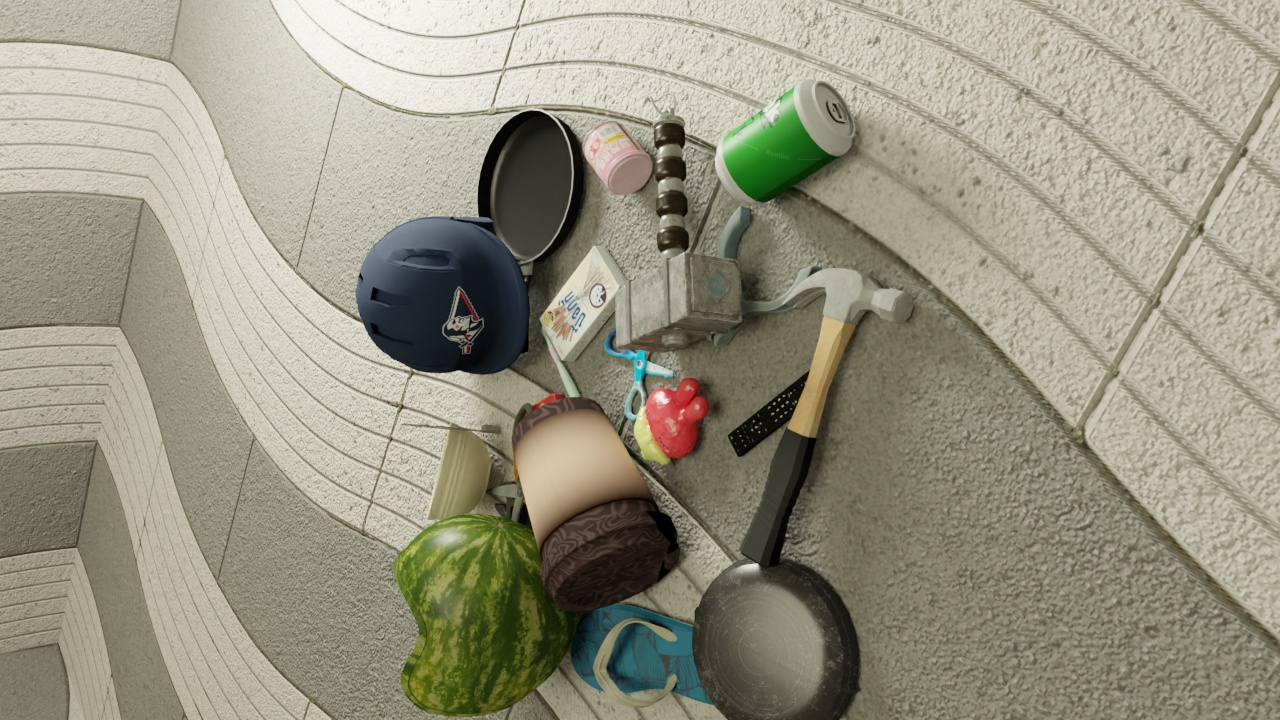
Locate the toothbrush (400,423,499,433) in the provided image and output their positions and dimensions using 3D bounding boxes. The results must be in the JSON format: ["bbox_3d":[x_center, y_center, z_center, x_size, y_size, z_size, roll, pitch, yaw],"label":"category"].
[{"bbox_3d":[-0.275,0.095,1.340,0.010,0.181,0.010,-27,67,33],"label":"toothbrush"}]

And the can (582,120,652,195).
[{"bbox_3d":[-0.029,-0.262,1.191,0.067,0.067,0.076,-53,54,29],"label":"can"}]

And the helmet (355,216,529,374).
[{"bbox_3d":[-0.279,-0.086,1.317,0.272,0.222,0.233,15,114,20],"label":"helmet"}]

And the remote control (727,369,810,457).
[{"bbox_3d":[0.152,0.061,1.040,0.140,0.009,0.030,-43,60,35],"label":"remote control"}]

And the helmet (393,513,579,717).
[{"bbox_3d":[-0.202,0.327,1.226,0.243,0.213,0.247,2,108,3],"label":"helmet"}]

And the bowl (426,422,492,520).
[{"bbox_3d":[-0.269,0.174,1.388,0.151,0.075,0.150,-167,91,-79],"label":"bowl"}]

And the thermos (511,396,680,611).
[{"bbox_3d":[-0.068,0.173,1.151,0.173,0.172,0.226,-49,50,32],"label":"thermos"}]

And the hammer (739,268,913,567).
[{"bbox_3d":[0.177,0.062,0.978,0.131,0.039,0.328,25,101,43],"label":"hammer"}]

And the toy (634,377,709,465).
[{"bbox_3d":[0.037,0.075,1.126,0.135,0.045,0.091,-43,62,41],"label":"toy"}]

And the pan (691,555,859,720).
[{"bbox_3d":[0.118,0.391,1.011,0.208,0.040,0.357,18,94,36],"label":"pan"}]

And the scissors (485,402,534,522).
[{"bbox_3d":[-0.156,0.180,1.304,0.230,0.016,0.225,25,109,45],"label":"scissors"}]

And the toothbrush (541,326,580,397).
[{"bbox_3d":[-0.108,0.016,1.294,0.022,0.015,0.154,108,141,-58],"label":"toothbrush"}]

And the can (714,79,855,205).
[{"bbox_3d":[0.155,-0.234,0.994,0.140,0.087,0.087,-29,69,40],"label":"can"}]

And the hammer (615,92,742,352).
[{"bbox_3d":[0.038,-0.176,1.098,0.177,0.079,0.326,-22,66,59],"label":"hammer"}]

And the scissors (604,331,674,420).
[{"bbox_3d":[-0.008,0.007,1.199,0.140,0.011,0.134,36,116,41],"label":"scissors"}]

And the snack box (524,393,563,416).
[{"bbox_3d":[-0.129,0.124,1.306,0.089,0.021,0.133,-30,68,40],"label":"snack box"}]

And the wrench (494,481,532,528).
[{"bbox_3d":[-0.126,0.250,1.302,0.273,0.018,0.073,28,108,40],"label":"wrench"}]

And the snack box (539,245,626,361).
[{"bbox_3d":[-0.078,-0.076,1.260,0.150,0.026,0.082,-49,57,32],"label":"snack box"}]

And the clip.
[{"bbox_3d":[0.139,-0.098,1.048,0.166,0.032,0.164,-7,83,45],"label":"clip"}]

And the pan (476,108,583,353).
[{"bbox_3d":[-0.164,-0.187,1.343,0.226,0.034,0.356,-4,86,45],"label":"pan"}]

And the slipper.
[{"bbox_3d":[0.000,0.370,1.145,0.296,0.060,0.118,-7,80,44],"label":"slipper"}]
